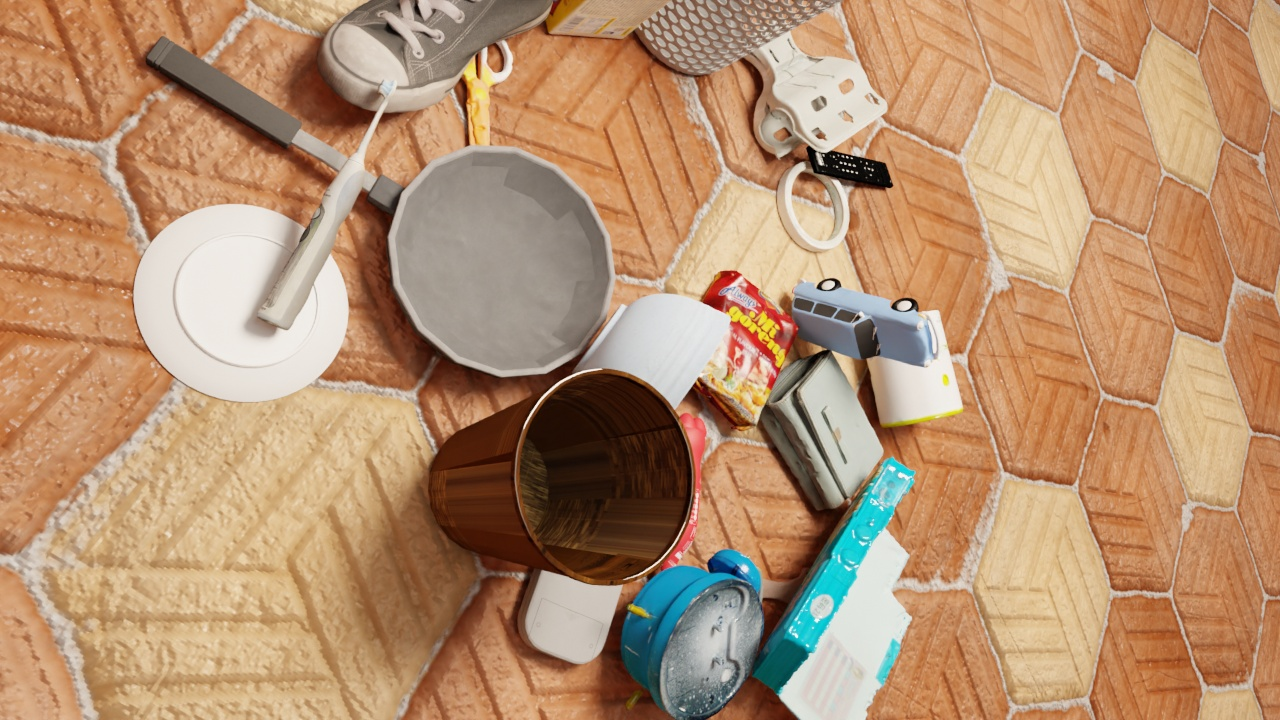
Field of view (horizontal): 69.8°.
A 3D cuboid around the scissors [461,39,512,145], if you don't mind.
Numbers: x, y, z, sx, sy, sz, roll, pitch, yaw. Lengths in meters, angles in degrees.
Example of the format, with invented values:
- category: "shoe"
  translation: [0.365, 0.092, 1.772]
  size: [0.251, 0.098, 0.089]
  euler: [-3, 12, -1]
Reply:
- category: "scissors"
  translation: [-0.128, -0.211, 0.737]
  size: [0.065, 0.013, 0.128]
  euler: [-1, 81, -34]

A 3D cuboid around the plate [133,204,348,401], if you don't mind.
- category: "plate"
  translation: [-0.260, -0.040, 0.610]
  size: [0.134, 0.011, 0.134]
  euler: [7, 77, -34]

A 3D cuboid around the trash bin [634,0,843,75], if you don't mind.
- category: "trash bin"
  translation: [0.089, -0.354, 0.809]
  size: [0.156, 0.184, 0.156]
  euler: [8, 77, -34]

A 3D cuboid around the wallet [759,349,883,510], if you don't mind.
- category: "wallet"
  translation: [0.175, 0.066, 0.877]
  size: [0.100, 0.054, 0.132]
  euler: [-42, 111, -32]

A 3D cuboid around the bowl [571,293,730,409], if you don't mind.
- category: "bowl"
  translation: [-0.004, 0.004, 0.711]
  size: [0.075, 0.151, 0.150]
  euler: [36, 61, -3]

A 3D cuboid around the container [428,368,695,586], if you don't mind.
- category: "container"
  translation: [-0.066, 0.083, 0.627]
  size: [0.132, 0.168, 0.132]
  euler: [7, 77, -34]

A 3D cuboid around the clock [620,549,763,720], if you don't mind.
- category: "clock"
  translation: [0.053, 0.217, 0.737]
  size: [0.161, 0.060, 0.117]
  euler: [-10, 107, -43]

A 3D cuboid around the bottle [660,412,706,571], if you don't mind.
- category: "bottle"
  translation: [0.029, 0.115, 0.766]
  size: [0.042, 0.042, 0.141]
  euler: [16, 72, -32]

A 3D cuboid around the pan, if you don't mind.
- category: "pan"
  translation: [-0.178, -0.116, 0.666]
  size: [0.357, 0.041, 0.178]
  euler: [31, 67, -21]

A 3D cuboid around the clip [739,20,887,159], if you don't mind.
- category: "clip"
  translation: [0.157, -0.266, 0.931]
  size: [0.152, 0.105, 0.126]
  euler: [42, 53, 15]

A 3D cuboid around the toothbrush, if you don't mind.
- category: "toothbrush"
  translation: [-0.203, -0.106, 0.613]
  size: [0.024, 0.022, 0.185]
  euler: [29, 81, -30]

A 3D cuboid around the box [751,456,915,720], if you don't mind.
- category: "box"
  translation: [0.184, 0.214, 0.827]
  size: [0.226, 0.084, 0.172]
  euler: [-46, 131, -39]

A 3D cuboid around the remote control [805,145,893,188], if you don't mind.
- category: "remote control"
  translation: [0.224, -0.204, 0.973]
  size: [0.139, 0.009, 0.030]
  euler: [-1, 71, -43]

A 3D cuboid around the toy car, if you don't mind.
- category: "toy car"
  translation: [0.203, -0.033, 0.850]
  size: [0.054, 0.153, 0.056]
  euler: [-43, 130, -23]

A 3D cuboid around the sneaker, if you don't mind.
- category: "sneaker"
  translation: [-0.135, -0.274, 0.664]
  size: [0.095, 0.120, 0.234]
  euler: [46, 58, 5]

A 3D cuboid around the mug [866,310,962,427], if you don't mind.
- category: "mug"
  translation: [0.276, 0.009, 0.936]
  size: [0.082, 0.083, 0.106]
  euler: [-9, 86, -36]

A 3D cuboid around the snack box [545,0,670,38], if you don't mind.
- category: "snack box"
  translation: [-0.025, -0.323, 0.771]
  size: [0.083, 0.106, 0.061]
  euler: [-12, 88, -36]

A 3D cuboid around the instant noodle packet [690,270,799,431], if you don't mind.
- category: "instant noodle packet"
  translation: [0.087, -0.009, 0.835]
  size: [0.098, 0.040, 0.135]
  euler: [39, 60, -19]

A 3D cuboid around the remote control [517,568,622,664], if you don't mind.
- category: "remote control"
  translation: [-0.045, 0.157, 0.721]
  size: [0.074, 0.019, 0.150]
  euler: [31, 64, -27]

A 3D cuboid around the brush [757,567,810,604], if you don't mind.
- category: "brush"
  translation: [0.148, 0.216, 0.848]
  size: [0.135, 0.015, 0.049]
  euler: [17, 71, -32]

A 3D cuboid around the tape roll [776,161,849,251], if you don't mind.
- category: "tape roll"
  translation: [0.178, -0.158, 0.941]
  size: [0.093, 0.013, 0.093]
  euler: [8, 77, -34]
